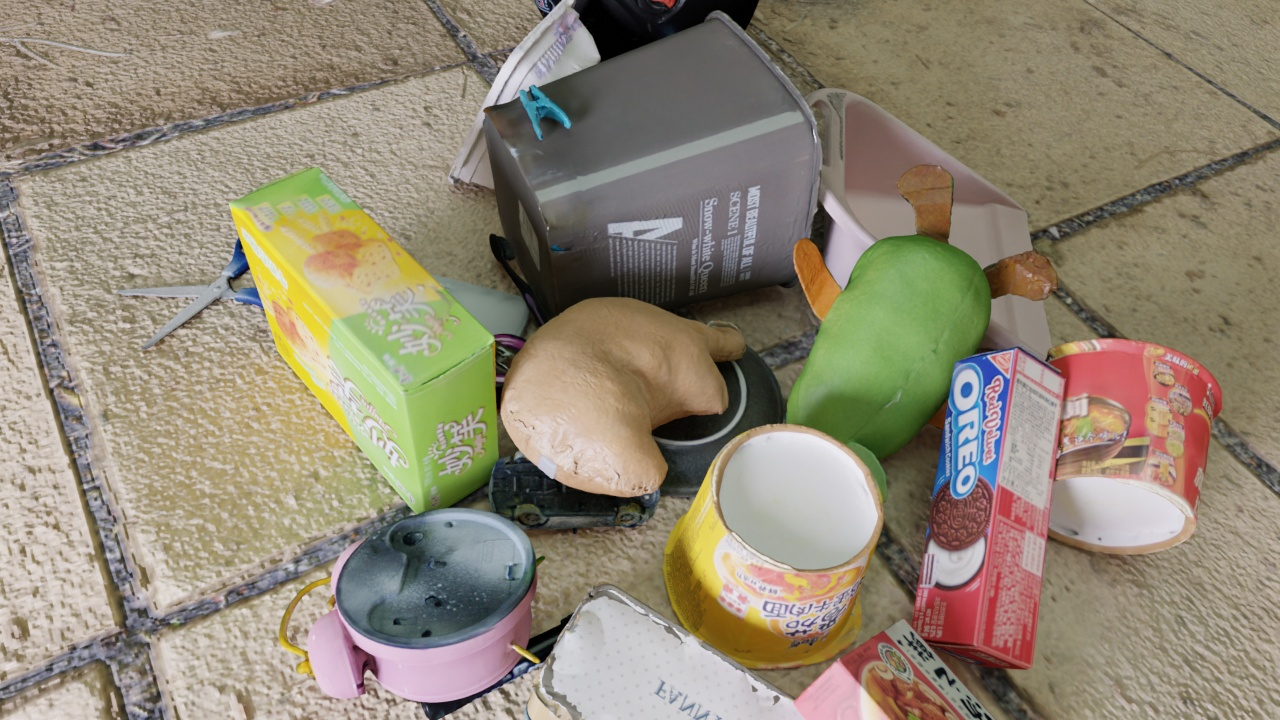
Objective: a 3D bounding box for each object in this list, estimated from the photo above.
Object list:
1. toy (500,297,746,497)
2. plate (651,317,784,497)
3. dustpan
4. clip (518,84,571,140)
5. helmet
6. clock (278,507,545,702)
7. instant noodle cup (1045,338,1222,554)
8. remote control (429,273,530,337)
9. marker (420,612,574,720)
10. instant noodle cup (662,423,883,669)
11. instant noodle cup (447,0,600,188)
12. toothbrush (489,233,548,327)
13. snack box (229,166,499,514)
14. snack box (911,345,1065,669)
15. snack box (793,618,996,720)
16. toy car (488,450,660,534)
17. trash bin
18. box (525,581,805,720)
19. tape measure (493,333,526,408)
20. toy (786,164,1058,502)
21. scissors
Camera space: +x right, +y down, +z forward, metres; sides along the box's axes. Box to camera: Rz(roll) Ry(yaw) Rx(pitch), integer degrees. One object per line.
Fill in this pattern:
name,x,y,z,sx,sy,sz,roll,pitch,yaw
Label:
toy,-0.004,0.004,0.665,0.143,0.083,0.225,39,47,8
plate,0.027,0.025,0.721,0.179,0.024,0.179,3,50,-4
dustpan,0.255,-0.133,0.808,0.273,0.139,0.222,8,49,0
clip,-0.074,-0.186,0.681,0.038,0.013,0.055,-25,58,-10
helmet,0.001,-0.403,0.944,0.274,0.231,0.233,-17,40,-21
clock,-0.138,0.149,0.556,0.158,0.060,0.117,-2,31,-1
instant noodle cup,0.339,0.068,0.660,0.138,0.138,0.108,17,58,7
remote control,-0.160,-0.043,0.756,0.136,0.020,0.055,13,51,1
marker,-0.075,0.186,0.576,0.131,0.020,0.022,-22,51,-23
instant noodle cup,0.090,0.115,0.598,0.138,0.110,0.137,4,49,-5
instant noodle cup,-0.100,-0.231,0.840,0.060,0.174,0.137,34,51,-7
toothbrush,-0.084,-0.042,0.747,0.016,0.014,0.189,-2,46,-39
snack box,-0.187,-0.011,0.636,0.069,0.158,0.210,-33,61,-29
snack box,0.236,0.095,0.617,0.058,0.057,0.207,26,68,-24
snack box,0.163,0.219,0.520,0.127,0.044,0.113,48,23,24
toy car,-0.046,0.093,0.646,0.120,0.037,0.054,0,50,-8
trash bin,0.003,-0.143,0.758,0.219,0.199,0.198,-20,53,-15
box,0.027,0.213,0.532,0.184,0.059,0.089,33,54,8
tape measure,-0.105,0.007,0.709,0.058,0.039,0.056,22,51,11
toy,0.195,-0.018,0.694,0.227,0.090,0.246,41,82,-16
scissors,-0.336,-0.063,0.758,0.176,0.012,0.162,9,51,2
